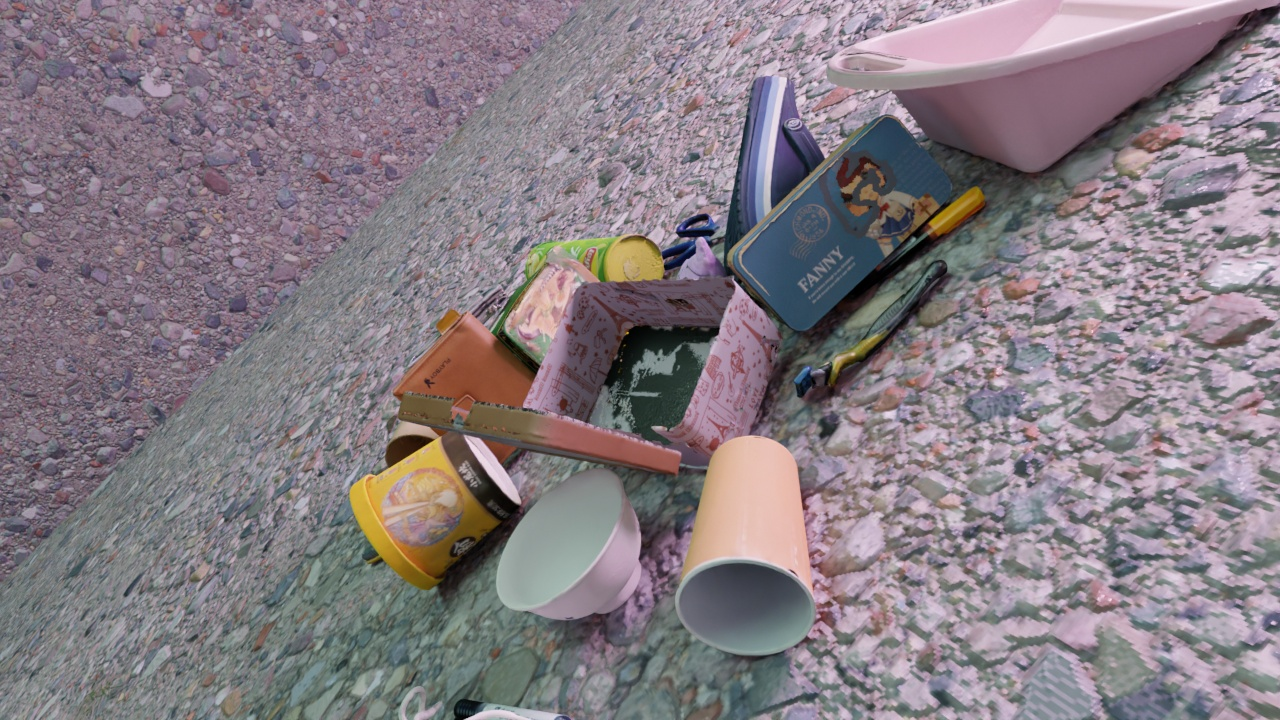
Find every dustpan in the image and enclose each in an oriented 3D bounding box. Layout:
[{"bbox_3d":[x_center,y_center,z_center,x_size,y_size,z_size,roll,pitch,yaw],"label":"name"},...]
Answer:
[{"bbox_3d":[0.290,-0.256,0.699,0.273,0.139,0.222,-43,25,4],"label":"dustpan"}]

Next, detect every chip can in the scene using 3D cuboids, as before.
[{"bbox_3d":[-0.060,-0.105,1.051,0.072,0.072,0.222,-52,27,-17],"label":"chip can"}]

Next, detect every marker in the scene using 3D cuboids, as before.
[{"bbox_3d":[-0.089,0.248,0.628,0.131,0.018,0.022,-14,47,47],"label":"marker"},{"bbox_3d":[0.211,-0.088,0.705,0.124,0.015,0.018,-39,22,15],"label":"marker"}]

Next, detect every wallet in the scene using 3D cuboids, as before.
[{"bbox_3d":[-0.158,0.034,0.893,0.107,0.132,0.031,-46,21,-4],"label":"wallet"},{"bbox_3d":[-0.198,-0.033,0.982,0.129,0.037,0.106,-45,8,-7],"label":"wallet"}]

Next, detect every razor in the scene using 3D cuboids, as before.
[{"bbox_3d":[0.169,-0.021,0.658,0.142,0.022,0.043,-41,-18,-2],"label":"razor"}]

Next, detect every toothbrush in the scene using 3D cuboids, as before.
[{"bbox_3d":[-0.219,0.166,0.933,0.192,0.018,0.016,-31,30,25],"label":"toothbrush"}]

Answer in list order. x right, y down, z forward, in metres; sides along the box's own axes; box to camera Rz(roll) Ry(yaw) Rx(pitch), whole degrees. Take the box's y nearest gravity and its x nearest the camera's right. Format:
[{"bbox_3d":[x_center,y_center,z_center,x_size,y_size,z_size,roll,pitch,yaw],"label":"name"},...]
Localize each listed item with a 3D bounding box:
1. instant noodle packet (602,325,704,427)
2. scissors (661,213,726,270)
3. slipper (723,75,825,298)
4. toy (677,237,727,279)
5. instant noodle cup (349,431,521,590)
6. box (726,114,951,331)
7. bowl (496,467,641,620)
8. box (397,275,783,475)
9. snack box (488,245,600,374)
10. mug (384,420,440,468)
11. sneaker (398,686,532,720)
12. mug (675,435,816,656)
[{"bbox_3d":[-0.005,0.005,0.841,0.128,0.044,0.111,-50,28,-7],"label":"instant noodle packet"},{"bbox_3d":[0.075,-0.126,0.957,0.141,0.012,0.171,-42,26,2],"label":"scissors"},{"bbox_3d":[0.129,-0.156,0.842,0.095,0.105,0.252,6,57,4],"label":"slipper"},{"bbox_3d":[0.055,-0.062,0.822,0.039,0.084,0.108,-13,0,-10],"label":"toy"},{"bbox_3d":[-0.181,0.128,0.837,0.114,0.118,0.118,-36,26,-3],"label":"instant noodle cup"},{"bbox_3d":[0.148,-0.103,0.719,0.184,0.090,0.059,-46,7,-1],"label":"box"},{"bbox_3d":[-0.039,0.143,0.657,0.118,0.065,0.118,-33,28,20],"label":"bowl"},{"bbox_3d":[-0.029,-0.002,0.684,0.181,0.226,0.156,4,79,46],"label":"box"},{"bbox_3d":[-0.101,-0.031,0.954,0.106,0.117,0.118,-15,39,52],"label":"snack box"},{"bbox_3d":[-0.203,0.070,0.987,0.125,0.084,0.103,-22,31,24],"label":"mug"},{"bbox_3d":[-0.121,0.260,0.572,0.243,0.091,0.089,-18,35,43],"label":"sneaker"},{"bbox_3d":[0.066,0.106,0.559,0.078,0.078,0.122,-30,24,25],"label":"mug"}]
